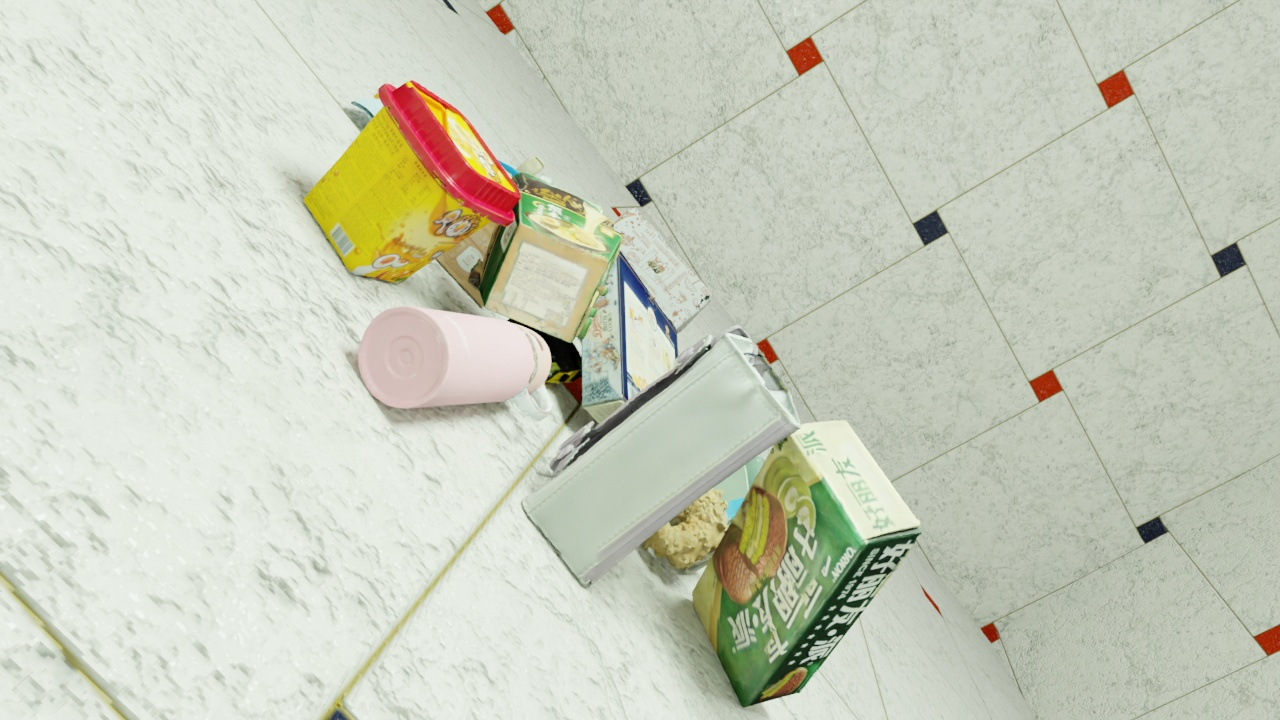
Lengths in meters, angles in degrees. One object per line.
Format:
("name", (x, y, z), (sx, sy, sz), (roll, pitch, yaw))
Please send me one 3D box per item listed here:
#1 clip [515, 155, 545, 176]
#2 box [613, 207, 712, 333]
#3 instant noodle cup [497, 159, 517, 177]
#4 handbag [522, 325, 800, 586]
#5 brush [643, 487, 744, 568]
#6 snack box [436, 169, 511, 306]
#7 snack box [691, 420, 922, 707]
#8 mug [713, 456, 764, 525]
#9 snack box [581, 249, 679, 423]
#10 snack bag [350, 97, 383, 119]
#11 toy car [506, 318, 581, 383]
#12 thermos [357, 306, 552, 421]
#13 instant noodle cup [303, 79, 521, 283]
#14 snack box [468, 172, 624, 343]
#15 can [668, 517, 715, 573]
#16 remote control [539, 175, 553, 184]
("clip", (-0.158, -0.207, 1.099), (0.034, 0.103, 0.076), (49, 1, -8))
("box", (-0.030, -0.088, 1.295), (0.181, 0.157, 0.149), (49, -24, 4))
("instant noodle cup", (-0.161, -0.163, 0.986), (0.099, 0.099, 0.110), (51, 3, -7))
("handbag", (0.019, 0.064, 0.705), (0.098, 0.197, 0.144), (53, 11, 4))
("brush", (0.110, 0.137, 0.858), (0.254, 0.046, 0.083), (-6, 54, -25))
("snack box", (-0.146, -0.124, 0.891), (0.093, 0.094, 0.077), (48, 12, -18))
("snack box", (0.123, 0.169, 0.743), (0.063, 0.241, 0.114), (-4, 46, -27))
("mug", (0.096, 0.148, 0.988), (0.111, 0.106, 0.082), (54, 12, 12))
("snack box", (-0.006, 0.006, 0.961), (0.178, 0.046, 0.182), (51, 30, -53))
("snack bag", (-0.244, -0.237, 1.011), (0.110, 0.039, 0.190), (62, 11, -7))
("toy car", (-0.095, -0.009, 0.872), (0.071, 0.041, 0.155), (53, 12, 7))
("thermos", (-0.119, 0.008, 0.667), (0.087, 0.067, 0.198), (59, 11, 10))
("instant noodle cup", (-0.177, -0.128, 0.703), (0.116, 0.124, 0.116), (54, 12, 11))
("snack box", (-0.080, -0.080, 0.781), (0.117, 0.118, 0.105), (22, 17, -10))
("can", (0.037, 0.142, 0.889), (0.116, 0.058, 0.058), (57, 12, 23))
("remote control", (-0.139, -0.181, 1.119), (0.019, 0.056, 0.134), (22, 32, 2))
